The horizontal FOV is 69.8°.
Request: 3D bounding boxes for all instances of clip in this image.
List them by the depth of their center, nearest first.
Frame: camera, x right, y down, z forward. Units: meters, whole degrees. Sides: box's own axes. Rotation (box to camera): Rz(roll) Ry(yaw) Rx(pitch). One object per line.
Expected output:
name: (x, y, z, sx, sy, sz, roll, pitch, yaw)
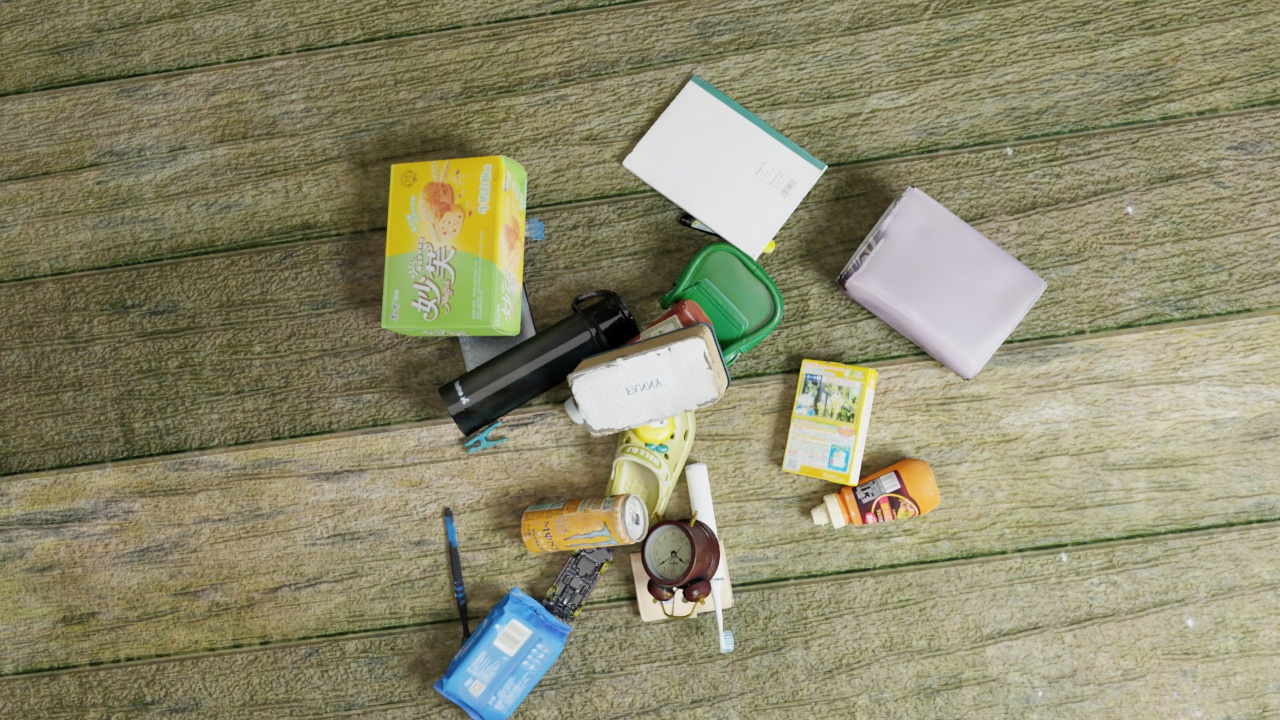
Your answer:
clip: (-0.193, 0.098, 1.140, 0.056, 0.013, 0.039, -25, 84, -1)
clip: (-0.151, -0.164, 1.156, 0.058, 0.045, 0.027, -5, 88, 11)

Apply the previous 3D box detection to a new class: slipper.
slipper: (0.009, 0.121, 1.095, 0.091, 0.081, 0.190, 17, 89, 2)

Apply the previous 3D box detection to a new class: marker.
marker: (0.108, -0.159, 1.145, 0.124, 0.015, 0.018, 19, 82, 7)

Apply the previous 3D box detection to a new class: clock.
clock: (0.045, 0.236, 1.059, 0.082, 0.055, 0.121, -7, 74, 32)

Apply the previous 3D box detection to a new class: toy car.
toy car: (-0.074, 0.262, 1.110, 0.049, 0.031, 0.106, 31, 90, 4)

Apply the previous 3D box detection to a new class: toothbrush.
toothbrush: (0.082, 0.232, 1.086, 0.026, 0.027, 0.220, -8, 73, -1)
toothbrush: (-0.223, 0.274, 1.126, 0.014, 0.016, 0.189, -9, 84, -6)

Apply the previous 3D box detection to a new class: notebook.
notebook: (0.104, -0.243, 1.142, 0.209, 0.012, 0.150, 38, 87, 10)

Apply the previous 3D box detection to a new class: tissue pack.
tissue pack: (-0.163, 0.354, 1.090, 0.095, 0.052, 0.157, 40, 87, -11)

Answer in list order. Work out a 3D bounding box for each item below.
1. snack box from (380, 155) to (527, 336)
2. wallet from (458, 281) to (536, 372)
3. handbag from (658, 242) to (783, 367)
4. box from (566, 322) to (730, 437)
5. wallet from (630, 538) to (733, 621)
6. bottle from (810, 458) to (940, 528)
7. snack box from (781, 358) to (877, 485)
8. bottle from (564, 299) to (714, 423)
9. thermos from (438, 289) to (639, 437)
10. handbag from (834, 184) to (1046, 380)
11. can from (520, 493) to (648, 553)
snack box: (-0.224, -0.136, 1.111, 0.158, 0.070, 0.210, 0, 84, 20)
wallet: (-0.179, -0.033, 1.148, 0.097, 0.019, 0.121, -16, 84, -1)
handbag: (0.102, -0.071, 1.109, 0.131, 0.068, 0.120, 44, 98, 4)
box: (0.015, 0.020, 1.031, 0.184, 0.059, 0.090, -15, 104, 14)
wallet: (0.050, 0.268, 1.109, 0.115, 0.024, 0.087, -9, 80, 1)
bottle: (0.275, 0.165, 1.089, 0.149, 0.066, 0.066, -19, 85, 8)
snack box: (0.225, 0.073, 1.093, 0.087, 0.033, 0.140, 8, 87, 32)
bottle: (-0.006, 0.006, 1.093, 0.206, 0.059, 0.060, -37, 84, 19)
thermos: (-0.124, -0.004, 1.108, 0.242, 0.068, 0.090, -30, 50, -6)
handbag: (0.348, -0.089, 1.084, 0.197, 0.098, 0.145, 38, 86, 4)
can: (-0.067, 0.191, 1.076, 0.146, 0.058, 0.058, -11, 84, 27)
